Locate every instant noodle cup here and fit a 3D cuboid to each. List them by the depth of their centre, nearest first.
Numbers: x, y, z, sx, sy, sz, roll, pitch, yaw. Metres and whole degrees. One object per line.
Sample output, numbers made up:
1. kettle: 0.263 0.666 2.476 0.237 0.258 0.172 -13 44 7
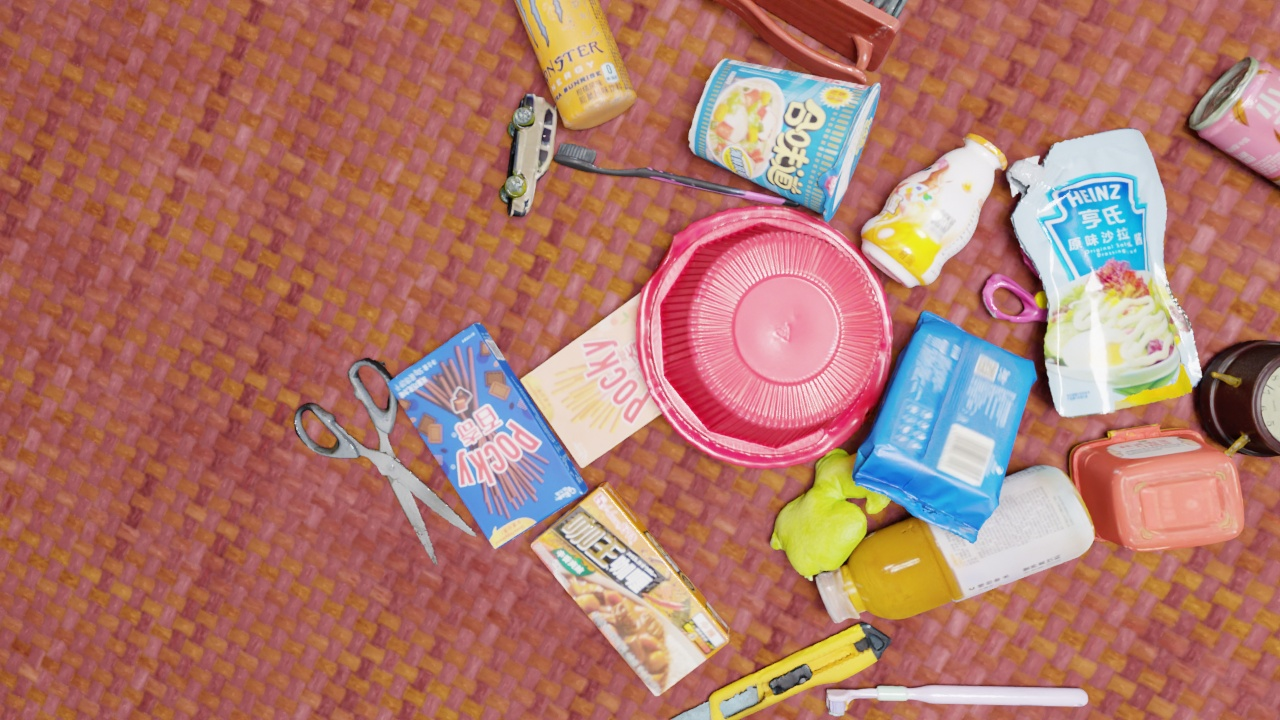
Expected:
1. instant noodle cup: 0.094 -0.019 0.642 0.194 0.066 0.194 0 87 -5
2. instant noodle cup: 0.098 -0.162 0.642 0.110 0.099 0.099 23 96 13

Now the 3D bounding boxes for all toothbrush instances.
1. toothbrush: 0.235 0.253 0.686 0.189 0.029 0.021 -3 56 7
2. toothbrush: 0.027 -0.138 0.690 0.189 0.014 0.017 12 83 6

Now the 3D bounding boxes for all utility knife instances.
1. utility knife: 0.103 0.251 0.704 0.193 0.015 0.033 -29 87 9

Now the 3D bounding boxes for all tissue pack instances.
1. tissue pack: 0.212 0.042 0.638 0.095 0.052 0.156 26 62 7

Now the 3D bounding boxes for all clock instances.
1. clock: 0.446 0.025 0.622 0.122 0.055 0.082 -10 92 0

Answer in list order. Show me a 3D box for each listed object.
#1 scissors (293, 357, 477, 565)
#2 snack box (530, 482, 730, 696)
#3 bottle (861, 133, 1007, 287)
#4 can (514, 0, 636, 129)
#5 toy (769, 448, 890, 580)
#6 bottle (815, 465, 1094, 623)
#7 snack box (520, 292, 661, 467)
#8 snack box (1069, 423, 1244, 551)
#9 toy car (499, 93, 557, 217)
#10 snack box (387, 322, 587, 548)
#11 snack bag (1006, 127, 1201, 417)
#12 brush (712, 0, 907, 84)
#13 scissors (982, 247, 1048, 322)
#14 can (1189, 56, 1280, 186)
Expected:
1. scissors: -0.205 0.080 0.737 0.170 0.014 0.159 7 97 5
2. snack box: -0.007 0.176 0.709 0.075 0.026 0.153 -40 88 8
3. bottle: 0.207 -0.105 0.642 0.063 0.063 0.108 40 98 3
4. can: -0.055 -0.246 0.670 0.058 0.058 0.146 -22 91 8
5. toy: 0.138 0.110 0.666 0.031 0.097 0.100 29 70 -34
6. bottle: 0.219 0.137 0.655 0.190 0.068 0.068 -24 90 11
7. snack box: -0.004 0.004 0.696 0.157 0.026 0.084 -35 89 8
8. snack box: 0.353 0.089 0.628 0.091 0.080 0.082 -10 92 8
9. toy car: -0.085 -0.151 0.688 0.035 0.042 0.090 10 89 -13
10. snack box: -0.118 0.059 0.715 0.084 0.026 0.157 -33 89 8
11. snack bag: 0.320 -0.062 0.637 0.110 0.039 0.191 -11 89 3
12. brush: 0.109 -0.252 0.646 0.146 0.063 0.069 33 84 5
13. scissors: 0.317 -0.035 0.660 0.137 0.017 0.077 33 89 0
14. can: 0.450 -0.140 0.611 0.147 0.058 0.058 34 97 4
